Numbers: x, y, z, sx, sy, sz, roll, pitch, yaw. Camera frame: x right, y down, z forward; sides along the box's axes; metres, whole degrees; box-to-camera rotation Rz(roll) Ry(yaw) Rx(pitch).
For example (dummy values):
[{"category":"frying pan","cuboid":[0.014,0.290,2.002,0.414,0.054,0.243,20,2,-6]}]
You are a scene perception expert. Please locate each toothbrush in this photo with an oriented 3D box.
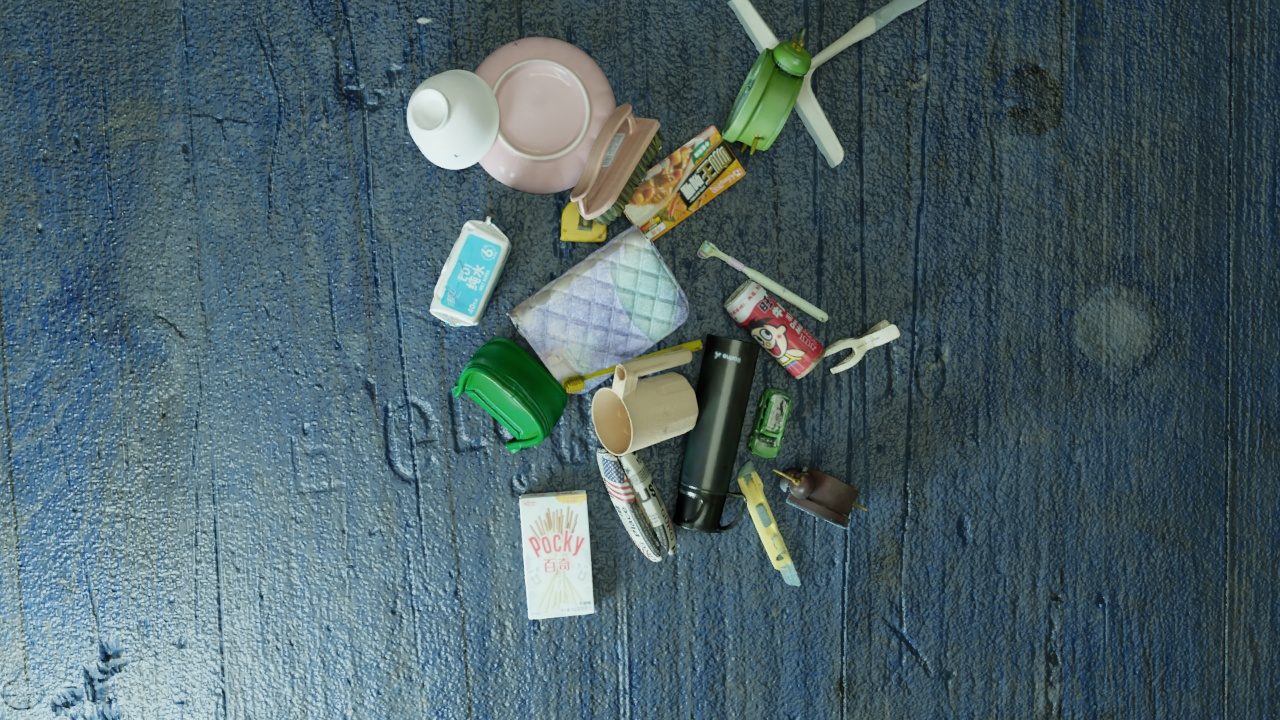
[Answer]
[{"category":"toothbrush","cuboid":[0.158,-0.098,1.171,0.189,0.029,0.020,29,50,-7]},{"category":"toothbrush","cuboid":[-0.007,0.006,1.112,0.189,0.016,0.016,-17,137,-24]}]

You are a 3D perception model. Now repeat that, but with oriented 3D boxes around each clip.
[{"category":"clip","cuboid":[0.281,-0.019,1.172,0.097,0.060,0.034,-27,95,8]}]

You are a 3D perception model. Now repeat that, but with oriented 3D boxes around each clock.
[{"category":"clock","cuboid":[0.221,0.167,1.159,0.122,0.082,0.055,26,86,-7]},{"category":"clock","cuboid":[0.156,-0.326,1.105,0.056,0.116,0.161,24,102,-8]}]

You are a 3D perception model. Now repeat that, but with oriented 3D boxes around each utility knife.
[{"category":"utility knife","cuboid":[0.166,0.215,1.193,0.031,0.019,0.178,-23,99,3]}]

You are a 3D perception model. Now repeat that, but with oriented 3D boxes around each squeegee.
[{"category":"squeegee","cuboid":[0.280,-0.414,1.152,0.246,0.039,0.246,-34,95,-2]}]

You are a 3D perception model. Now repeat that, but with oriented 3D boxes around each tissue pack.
[{"category":"tissue pack","cuboid":[-0.203,-0.105,1.104,0.063,0.090,0.140,23,91,-6]}]

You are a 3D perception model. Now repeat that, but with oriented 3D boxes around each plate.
[{"category":"plate","cuboid":[-0.123,-0.303,1.125,0.192,0.039,0.192,0,93,-5]}]

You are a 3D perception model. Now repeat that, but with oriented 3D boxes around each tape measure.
[{"category":"tape measure","cuboid":[-0.070,-0.174,1.142,0.060,0.029,0.057,2,92,-5]}]

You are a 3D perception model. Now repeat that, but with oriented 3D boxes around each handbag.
[{"category":"handbag","cuboid":[-0.162,0.047,1.110,0.131,0.120,0.067,42,46,-7]},{"category":"handbag","cuboid":[-0.048,-0.060,1.122,0.194,0.075,0.134,-35,115,-3]}]

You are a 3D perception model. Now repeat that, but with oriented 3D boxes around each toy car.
[{"category":"toy car","cuboid":[0.167,0.082,1.174,0.043,0.036,0.091,14,96,-7]}]

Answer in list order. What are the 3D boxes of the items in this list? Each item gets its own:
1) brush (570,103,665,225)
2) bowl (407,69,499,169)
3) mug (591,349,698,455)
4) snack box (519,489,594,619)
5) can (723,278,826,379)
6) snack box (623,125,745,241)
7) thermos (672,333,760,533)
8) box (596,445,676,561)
[{"category":"brush","cuboid":[-0.034,-0.233,1.103,0.073,0.063,0.145,43,71,-47]},{"category":"bowl","cuboid":[-0.233,-0.290,1.084,0.118,0.064,0.118,1,95,17]},{"category":"mug","cuboid":[0.009,0.046,1.106,0.103,0.084,0.125,-14,130,-34]},{"category":"snack box","cuboid":[-0.106,0.246,1.164,0.084,0.027,0.157,-4,94,-4]},{"category":"can","cuboid":[0.169,-0.040,1.156,0.133,0.053,0.053,43,89,-6]},{"category":"snack box","cuboid":[0.049,-0.219,1.150,0.153,0.026,0.075,-36,96,-2]},{"category":"thermos","cuboid":[0.104,0.093,1.152,0.090,0.068,0.242,11,94,2]},{"category":"box","cuboid":[-0.013,0.180,1.148,0.077,0.074,0.163,-23,97,3]}]
